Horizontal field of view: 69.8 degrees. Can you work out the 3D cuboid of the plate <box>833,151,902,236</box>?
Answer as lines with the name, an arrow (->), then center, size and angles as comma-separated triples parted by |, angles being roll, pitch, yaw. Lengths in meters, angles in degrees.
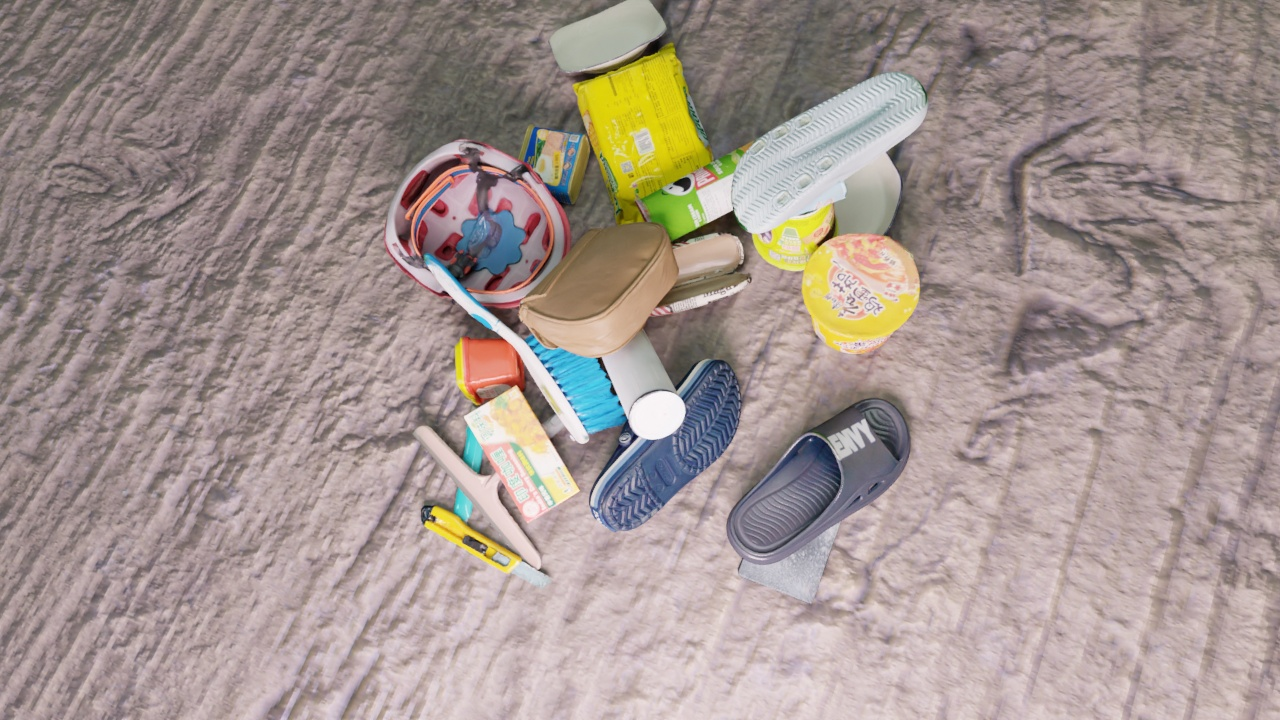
plate -> 0.242, -0.218, 1.226 | 0.205, 0.045, 0.204 | -2, 72, 8

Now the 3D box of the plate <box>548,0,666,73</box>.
plate -> -0.045, -0.460, 1.326 | 0.163, 0.034, 0.164 | -22, 42, 3

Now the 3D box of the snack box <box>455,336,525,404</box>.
snack box -> -0.195, 0.012, 1.205 | 0.080, 0.091, 0.082 | -6, 73, 0

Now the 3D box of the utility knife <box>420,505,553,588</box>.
utility knife -> -0.199, 0.237, 1.168 | 0.202, 0.015, 0.033 | 26, 93, 15

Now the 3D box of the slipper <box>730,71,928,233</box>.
slipper -> 0.211, -0.232, 1.040 | 0.246, 0.074, 0.104 | -32, 62, 15

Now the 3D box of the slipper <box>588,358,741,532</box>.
slipper -> 0.027, 0.104, 1.142 | 0.252, 0.105, 0.095 | -48, 39, -16

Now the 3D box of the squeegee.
squeegee -> -0.129, 0.099, 1.187 | 0.249, 0.040, 0.247 | -42, 78, -9

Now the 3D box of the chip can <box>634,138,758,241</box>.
chip can -> 0.113, -0.229, 1.190 | 0.236, 0.072, 0.072 | -27, 71, 2

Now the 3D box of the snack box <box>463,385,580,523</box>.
snack box -> -0.147, 0.116, 1.147 | 0.077, 0.027, 0.156 | -31, 87, -5

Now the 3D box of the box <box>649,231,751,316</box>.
box -> 0.063, -0.106, 1.204 | 0.162, 0.076, 0.086 | -15, 41, 2

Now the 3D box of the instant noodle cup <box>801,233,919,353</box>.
instant noodle cup -> 0.270, -0.075, 1.144 | 0.138, 0.110, 0.138 | -3, 73, 9

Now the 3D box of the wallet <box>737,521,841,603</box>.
wallet -> 0.183, 0.222, 1.117 | 0.097, 0.019, 0.120 | 19, 78, 16

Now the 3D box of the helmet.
helmet -> -0.208, -0.169, 1.236 | 0.240, 0.144, 0.207 | 31, 88, -2

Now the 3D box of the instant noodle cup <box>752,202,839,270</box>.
instant noodle cup -> 0.193, -0.185, 1.135 | 0.112, 0.123, 0.111 | -2, 73, 8

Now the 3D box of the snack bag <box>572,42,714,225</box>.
snack bag -> 0.011, -0.302, 1.263 | 0.158, 0.068, 0.246 | -19, 80, 3

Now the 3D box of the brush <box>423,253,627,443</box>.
brush -> -0.142, -0.028, 1.154 | 0.109, 0.061, 0.314 | -33, 88, -17

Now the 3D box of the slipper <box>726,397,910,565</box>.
slipper -> 0.217, 0.138, 1.088 | 0.268, 0.083, 0.110 | -37, 67, -11

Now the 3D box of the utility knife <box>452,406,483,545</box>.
utility knife -> -0.226, 0.151, 1.206 | 0.029, 0.013, 0.182 | 6, 78, 13

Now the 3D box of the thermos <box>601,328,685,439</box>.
thermos -> -0.007, 0.007, 1.133 | 0.073, 0.073, 0.224 | -26, 35, 0

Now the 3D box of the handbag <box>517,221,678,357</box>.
handbag -> -0.045, -0.085, 1.124 | 0.148, 0.100, 0.203 | 11, 46, 32

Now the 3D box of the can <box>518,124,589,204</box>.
can -> -0.124, -0.276, 1.297 | 0.083, 0.057, 0.102 | 11, 76, 10
